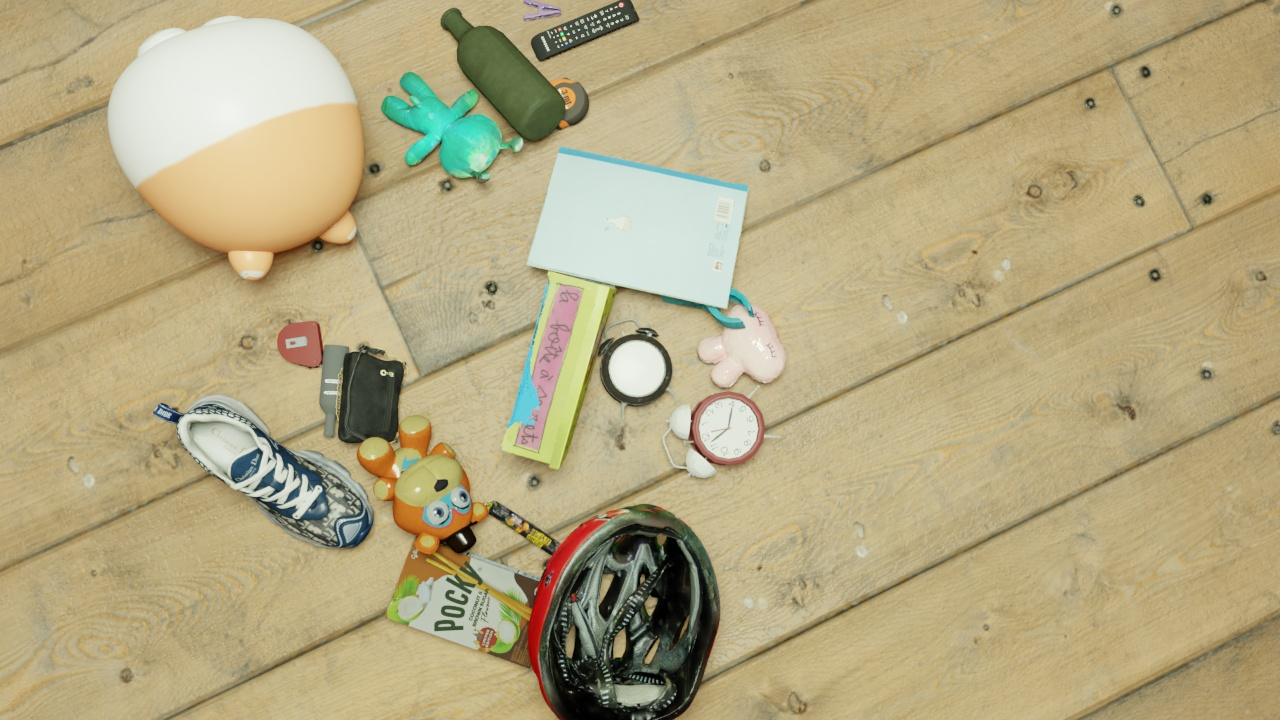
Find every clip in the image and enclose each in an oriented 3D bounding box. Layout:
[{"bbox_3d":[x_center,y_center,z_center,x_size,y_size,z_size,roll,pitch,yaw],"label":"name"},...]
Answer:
[{"bbox_3d":[0.084,-0.073,1.151,0.120,0.027,0.103,33,84,28],"label":"clip"},{"bbox_3d":[-0.133,-0.463,1.204,0.051,0.014,0.045,-25,84,-2],"label":"clip"}]

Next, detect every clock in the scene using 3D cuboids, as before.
[{"bbox_3d":[0.097,0.090,1.150,0.137,0.048,0.096,-21,86,-6],"label":"clock"},{"bbox_3d":[-0.007,0.007,1.153,0.091,0.044,0.122,-19,86,-5],"label":"clock"}]

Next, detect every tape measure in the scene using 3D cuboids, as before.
[{"bbox_3d":[-0.424,-0.018,1.143,0.051,0.019,0.059,-9,85,-4],"label":"tape measure"},{"bbox_3d":[-0.096,-0.333,1.184,0.059,0.038,0.058,-24,86,8],"label":"tape measure"}]

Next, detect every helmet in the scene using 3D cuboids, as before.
[{"bbox_3d":[-0.023,0.292,1.060,0.217,0.167,0.272,12,93,-22],"label":"helmet"}]

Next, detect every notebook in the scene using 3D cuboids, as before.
[{"bbox_3d":[0.001,-0.171,1.157,0.253,0.009,0.180,13,68,1],"label":"notebook"}]

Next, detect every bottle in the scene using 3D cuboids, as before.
[{"bbox_3d":[-0.381,0.038,1.135,0.030,0.030,0.113,4,85,-3],"label":"bottle"},{"bbox_3d":[-0.181,-0.369,1.155,0.071,0.071,0.207,-39,73,-6],"label":"bottle"}]

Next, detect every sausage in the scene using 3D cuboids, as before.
[{"bbox_3d":[-0.130,0.218,1.140,0.155,0.020,0.020,34,84,0],"label":"sausage"}]

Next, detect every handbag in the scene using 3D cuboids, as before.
[{"bbox_3d":[-0.326,0.047,1.122,0.079,0.054,0.128,7,85,-34],"label":"handbag"}]

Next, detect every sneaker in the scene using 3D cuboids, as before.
[{"bbox_3d":[-0.439,0.133,1.073,0.269,0.132,0.103,36,82,-1],"label":"sneaker"}]

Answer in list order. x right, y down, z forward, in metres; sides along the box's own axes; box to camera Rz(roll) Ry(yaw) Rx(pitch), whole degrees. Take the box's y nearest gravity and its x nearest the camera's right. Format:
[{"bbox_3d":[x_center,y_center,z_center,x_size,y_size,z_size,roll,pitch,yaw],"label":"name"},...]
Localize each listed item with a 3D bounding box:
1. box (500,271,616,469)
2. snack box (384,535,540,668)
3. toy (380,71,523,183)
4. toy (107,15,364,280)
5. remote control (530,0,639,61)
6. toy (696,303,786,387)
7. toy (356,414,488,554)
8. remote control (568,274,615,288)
[{"bbox_3d":[-0.095,0.009,1.095,0.080,0.124,0.221,14,92,1],"label":"box"},{"bbox_3d":[-0.204,0.294,1.122,0.186,0.032,0.101,20,84,-1],"label":"snack box"},{"bbox_3d":[-0.243,-0.293,1.157,0.193,0.072,0.130,36,84,10],"label":"toy"},{"bbox_3d":[-0.449,-0.245,1.050,0.262,0.266,0.281,-33,108,-37],"label":"toy"},{"bbox_3d":[-0.072,-0.434,1.203,0.146,0.015,0.033,-24,87,-5],"label":"remote control"},{"bbox_3d":[0.128,-0.014,1.161,0.105,0.053,0.108,-29,78,7],"label":"toy"},{"bbox_3d":[-0.258,0.155,1.103,0.111,0.096,0.176,-34,93,-38],"label":"toy"},{"bbox_3d":[-0.062,-0.105,1.168,0.060,0.028,0.114,3,84,-3],"label":"remote control"}]
